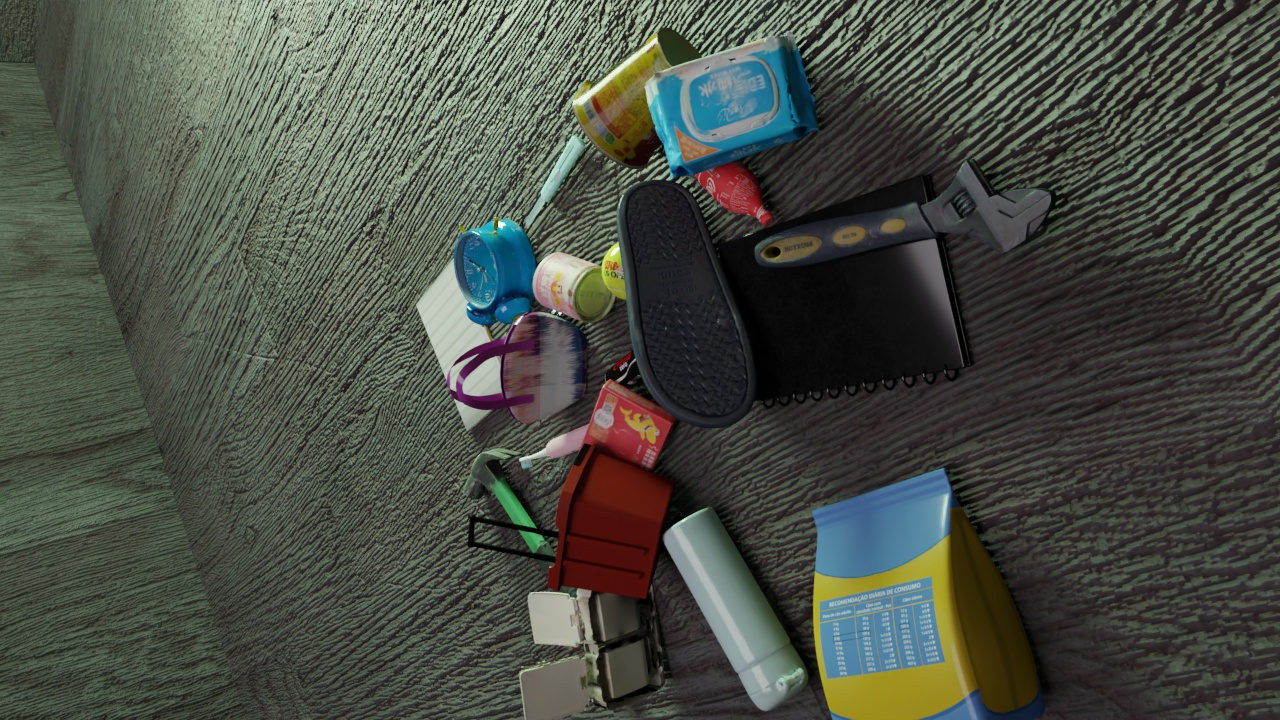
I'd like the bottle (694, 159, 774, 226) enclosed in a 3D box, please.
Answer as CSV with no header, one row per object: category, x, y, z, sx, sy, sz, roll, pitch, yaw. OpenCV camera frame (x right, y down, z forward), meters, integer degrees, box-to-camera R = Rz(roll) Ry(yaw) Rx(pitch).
bottle,0.079,-0.177,0.879,0.141,0.041,0.042,50,132,26

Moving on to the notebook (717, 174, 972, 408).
notebook,0.174,-0.051,0.827,0.232,0.019,0.169,-13,89,48

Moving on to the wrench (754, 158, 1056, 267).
wrench,0.203,-0.108,0.753,0.274,0.022,0.073,-7,98,47

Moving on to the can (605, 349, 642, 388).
can,-0.006,0.006,1.027,0.081,0.031,0.031,-38,72,46

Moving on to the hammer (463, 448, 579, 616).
hammer,-0.136,0.252,1.235,0.318,0.032,0.131,52,132,24

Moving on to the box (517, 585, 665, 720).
box,-0.068,0.331,1.079,0.101,0.186,0.145,-14,82,64

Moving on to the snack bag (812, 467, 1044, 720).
snack bag,0.228,0.211,0.786,0.159,0.102,0.205,-31,64,47

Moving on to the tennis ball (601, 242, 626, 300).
tennis ball,-0.009,-0.096,0.978,0.065,0.065,0.065,15,111,45

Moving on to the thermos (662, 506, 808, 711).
thermos,0.099,0.258,0.954,0.206,0.065,0.078,59,149,18

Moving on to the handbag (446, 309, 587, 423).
handbag,-0.148,0.011,1.079,0.068,0.169,0.145,21,115,43

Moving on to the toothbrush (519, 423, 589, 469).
toothbrush,-0.093,0.106,1.153,0.223,0.027,0.026,-26,74,48

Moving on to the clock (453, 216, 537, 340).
clock,-0.184,-0.101,1.171,0.117,0.060,0.161,-4,99,48

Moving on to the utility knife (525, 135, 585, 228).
utility knife,-0.104,-0.209,1.093,0.022,0.015,0.159,60,139,16

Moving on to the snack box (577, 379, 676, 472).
snack box,-0.020,0.096,1.049,0.089,0.021,0.133,29,123,11

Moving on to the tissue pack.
tissue pack,0.081,-0.228,0.817,0.144,0.061,0.093,-16,87,11

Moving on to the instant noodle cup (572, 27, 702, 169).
instant noodle cup,0.007,-0.261,0.905,0.113,0.100,0.100,-35,74,36

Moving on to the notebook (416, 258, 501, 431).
notebook,-0.253,-0.021,1.306,0.143,0.009,0.209,-37,73,46

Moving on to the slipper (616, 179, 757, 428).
slipper,0.034,-0.050,0.913,0.083,0.110,0.267,103,155,-67

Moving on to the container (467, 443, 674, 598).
container,-0.074,0.177,1.024,0.201,0.126,0.148,13,119,6

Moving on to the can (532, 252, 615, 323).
can,-0.077,-0.084,1.054,0.076,0.067,0.067,24,117,40
